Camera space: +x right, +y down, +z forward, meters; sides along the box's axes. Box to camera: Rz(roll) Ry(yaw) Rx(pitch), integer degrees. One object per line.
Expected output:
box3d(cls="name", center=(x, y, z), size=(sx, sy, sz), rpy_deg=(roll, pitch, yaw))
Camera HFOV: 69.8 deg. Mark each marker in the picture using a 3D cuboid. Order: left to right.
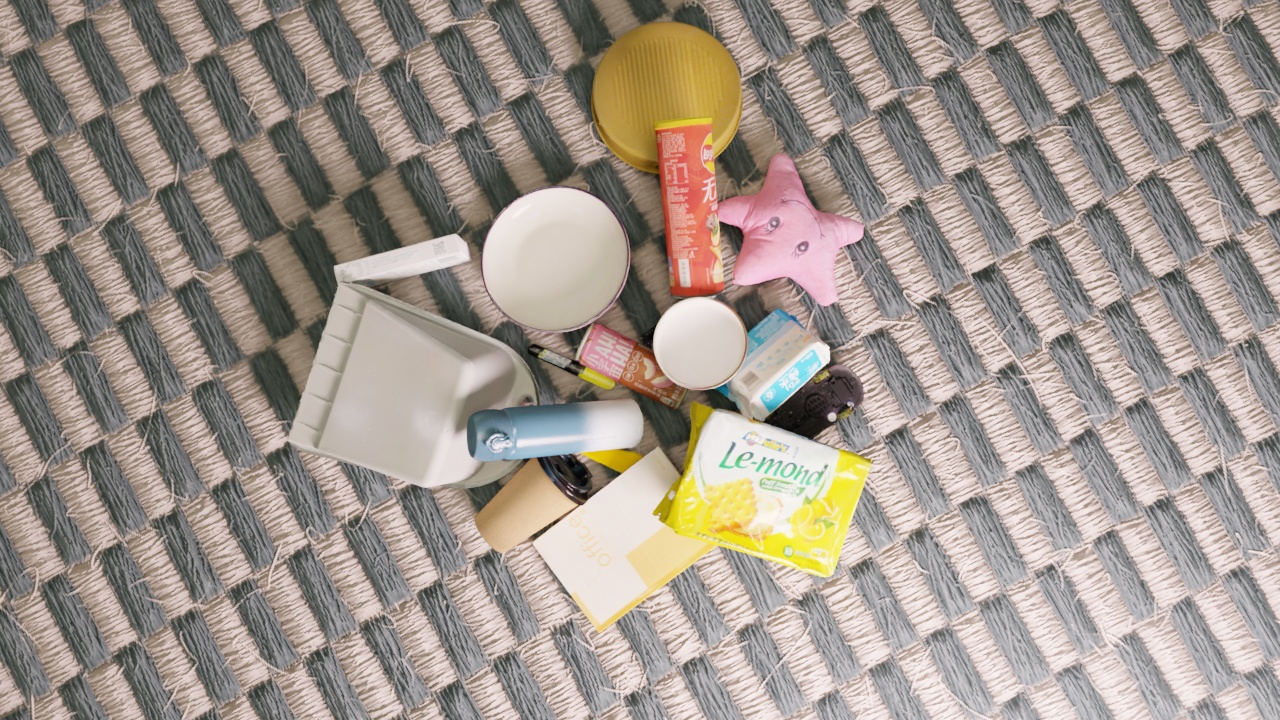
box3d(cls="marker", center=(-0.090, 0.008, 1.191), size=(0.124, 0.015, 0.018), rpy_deg=(24, 86, 3))
box3d(cls="marker", center=(0.053, -0.062, 1.177), size=(0.130, 0.023, 0.018), rpy_deg=(-37, 113, -18))

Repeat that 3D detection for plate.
box3d(cls="plate", center=(-0.106, -0.126, 1.171), size=(0.192, 0.039, 0.192), rpy_deg=(-1, 80, 7))

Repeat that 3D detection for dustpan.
box3d(cls="dustpan", center=(-0.267, 0.050, 1.155), size=(0.258, 0.142, 0.223), rpy_deg=(24, 99, 17))

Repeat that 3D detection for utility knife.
box3d(cls="utility knife", center=(-0.047, 0.117, 1.186), size=(0.173, 0.015, 0.033), rpy_deg=(26, 82, 2))

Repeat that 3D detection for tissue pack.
box3d(cls="tissue pack", center=(0.163, 0.006, 1.154), size=(0.140, 0.063, 0.090), rpy_deg=(-41, 47, -2))

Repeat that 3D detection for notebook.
box3d(cls="notebook", center=(-0.015, 0.226, 1.160), size=(0.206, 0.010, 0.146), rpy_deg=(-37, 86, 6))

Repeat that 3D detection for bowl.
box3d(cls="bowl", center=(0.073, -0.016, 1.125), size=(0.113, 0.062, 0.113), rpy_deg=(-1, 79, 4))

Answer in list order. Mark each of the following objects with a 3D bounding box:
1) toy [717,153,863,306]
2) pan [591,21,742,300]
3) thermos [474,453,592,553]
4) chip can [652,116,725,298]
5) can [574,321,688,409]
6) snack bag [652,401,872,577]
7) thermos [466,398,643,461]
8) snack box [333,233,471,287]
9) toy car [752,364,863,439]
box3d(cls="toy", center=(0.186, -0.149, 1.165), size=(0.178, 0.075, 0.194), rpy_deg=(-44, 88, -10))
box3d(cls="pan", center=(0.041, -0.258, 1.185), size=(0.198, 0.078, 0.357), rpy_deg=(-5, 82, 1))
box3d(cls="thermos", center=(-0.135, 0.174, 1.152), size=(0.143, 0.093, 0.093), rpy_deg=(-41, 89, 7))
box3d(cls="chip can", center=(0.061, -0.186, 1.123), size=(0.073, 0.073, 0.217), rpy_deg=(-6, 103, -1))
box3d(cls="can", center=(-0.007, 0.007, 1.169), size=(0.147, 0.058, 0.058), rpy_deg=(26, 88, 1))
box3d(cls="snack bag", center=(0.151, 0.158, 1.116), size=(0.246, 0.068, 0.158), rpy_deg=(19, 91, -12))
box3d(cls="thermos", center=(-0.103, 0.085, 1.111), size=(0.220, 0.070, 0.070), rpy_deg=(-3, 88, -32))
box3d(cls="snack box", center=(-0.297, -0.123, 1.158), size=(0.157, 0.084, 0.027), rpy_deg=(-14, 89, -1))
box3d(cls="toy car", center=(0.213, 0.065, 1.175), size=(0.158, 0.042, 0.070), rpy_deg=(-33, 92, 4))
